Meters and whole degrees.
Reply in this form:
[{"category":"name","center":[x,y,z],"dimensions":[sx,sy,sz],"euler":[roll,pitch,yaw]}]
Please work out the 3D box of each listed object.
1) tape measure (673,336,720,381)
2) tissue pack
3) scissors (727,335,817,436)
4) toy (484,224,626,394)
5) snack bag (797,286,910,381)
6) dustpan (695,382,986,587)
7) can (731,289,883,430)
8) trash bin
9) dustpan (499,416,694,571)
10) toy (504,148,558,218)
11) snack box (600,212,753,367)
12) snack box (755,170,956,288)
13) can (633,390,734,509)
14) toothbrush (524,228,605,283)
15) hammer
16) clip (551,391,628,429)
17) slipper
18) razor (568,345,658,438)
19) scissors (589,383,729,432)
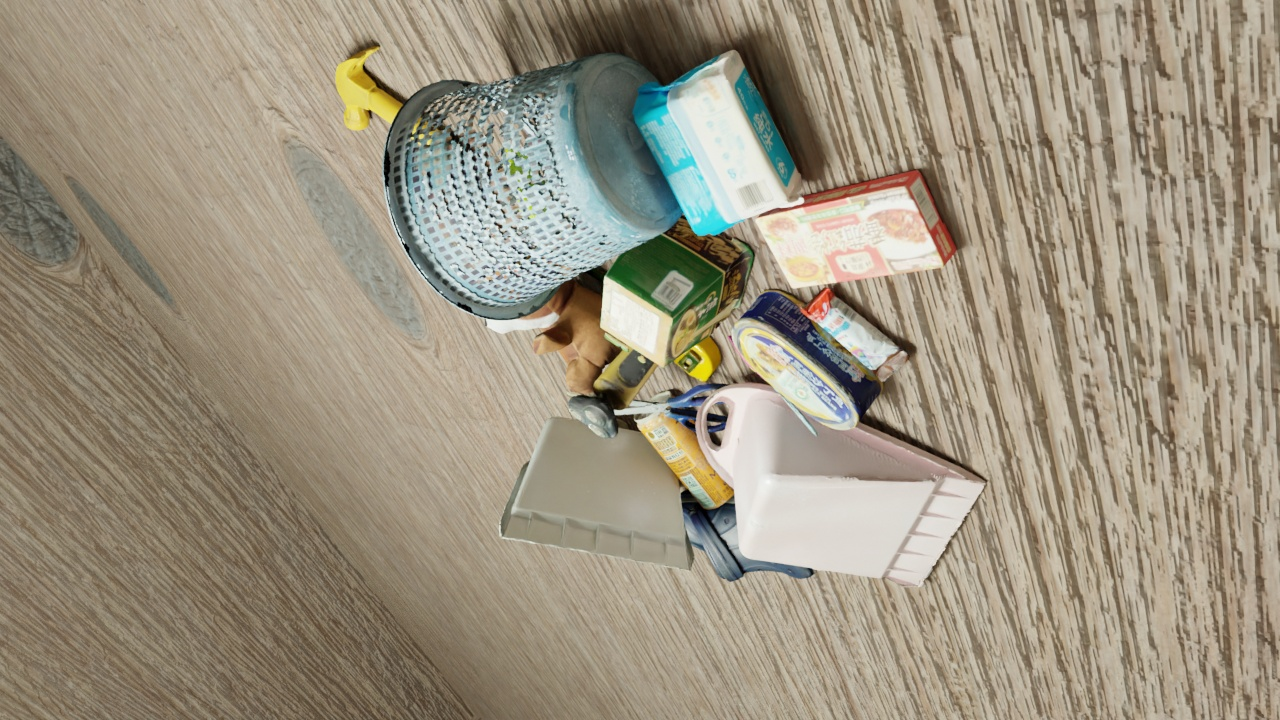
[{"category":"tape measure","center":[0.057,-0.006,0.987],"dimensions":[0.060,0.028,0.057],"euler":[40,149,5]},{"category":"tissue pack","center":[0.063,-0.169,0.730],"dimensions":[0.090,0.063,0.140],"euler":[-16,118,32]},{"category":"scissors","center":[0.131,0.023,0.899],"dimensions":[0.133,0.017,0.054],"euler":[52,-166,23]},{"category":"toy","center":[-0.107,-0.063,1.002],"dimensions":[0.199,0.130,0.140],"euler":[53,-176,-26]},{"category":"snack bag","center":[0.188,-0.025,0.813],"dimensions":[0.105,0.026,0.045],"euler":[39,139,1]},{"category":"dustpan","center":[0.195,0.119,0.972],"dimensions":[0.273,0.138,0.223],"euler":[6,140,-3]},{"category":"can","center":[0.155,0.000,0.860],"dimensions":[0.148,0.049,0.075],"euler":[41,149,4]},{"category":"trash bin","center":[-0.072,-0.161,0.795],"dimensions":[0.196,0.225,0.226],"euler":[-10,122,39]},{"category":"dustpan","center":[-0.053,0.177,1.147],"dimensions":[0.222,0.257,0.143],"euler":[11,132,-4]},{"category":"toy","center":[-0.109,-0.170,0.938],"dimensions":[0.031,0.096,0.100],"euler":[-18,90,21]},{"category":"snack box","center":[0.025,-0.067,0.874],"dimensions":[0.118,0.105,0.118],"euler":[32,147,17]},{"category":"snack box","center":[0.170,-0.102,0.741],"dimensions":[0.153,0.025,0.075],"euler":[-4,126,51]},{"category":"can","center":[0.057,0.108,1.098],"dimensions":[0.146,0.058,0.058],"euler":[52,148,-15]},{"category":"toothbrush","center":[-0.087,-0.124,1.023],"dimensions":[0.186,0.017,0.012],"euler":[33,146,13]},{"category":"hammer","center":[-0.225,-0.241,1.019],"dimensions":[0.301,0.032,0.129],"euler":[36,150,11]},{"category":"clip","center":[-0.075,0.087,1.219],"dimensions":[0.102,0.094,0.035],"euler":[39,151,29]},{"category":"slipper","center":[0.110,0.220,1.144],"dimensions":[0.253,0.095,0.105],"euler":[3,134,52]},{"category":"razor","center":[-0.006,0.006,0.961],"dimensions":[0.062,0.167,0.067],"euler":[39,-177,-2]},{"category":"scissors","center":[0.031,0.049,1.017],"dimensions":[0.166,0.012,0.156],"euler":[25,137,-33]}]
